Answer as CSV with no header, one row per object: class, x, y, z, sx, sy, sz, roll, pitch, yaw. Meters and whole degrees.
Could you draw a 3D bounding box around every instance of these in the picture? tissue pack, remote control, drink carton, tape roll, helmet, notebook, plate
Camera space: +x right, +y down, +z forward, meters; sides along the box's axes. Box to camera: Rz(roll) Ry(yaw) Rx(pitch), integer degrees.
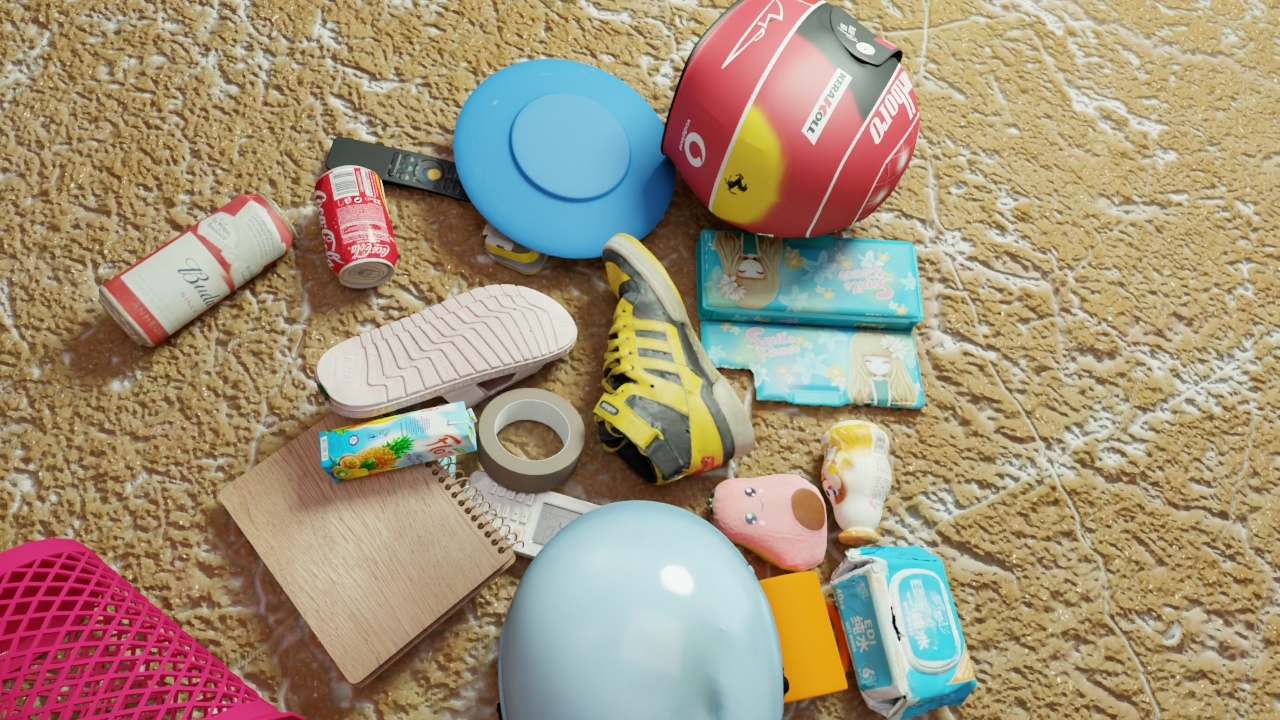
tissue pack,0.224,0.226,0.782,0.092,0.062,0.144,1,65,-29
remote control,-0.238,-0.191,0.926,0.152,0.020,0.041,12,66,-4
drink carton,-0.201,0.068,0.770,0.129,0.044,0.038,-12,62,-4
tape roll,-0.098,0.070,0.816,0.093,0.030,0.093,7,49,-9
helmet,-0.003,0.241,0.676,0.225,0.167,0.265,-9,85,4
notebook,-0.226,0.136,0.771,0.168,0.022,0.210,-38,67,-19
remote control,-0.092,0.143,0.804,0.138,0.025,0.060,17,66,0
helmet,0.158,-0.236,0.898,0.225,0.198,0.270,29,50,8
plate,-0.070,-0.207,0.905,0.224,0.024,0.224,5,70,-14

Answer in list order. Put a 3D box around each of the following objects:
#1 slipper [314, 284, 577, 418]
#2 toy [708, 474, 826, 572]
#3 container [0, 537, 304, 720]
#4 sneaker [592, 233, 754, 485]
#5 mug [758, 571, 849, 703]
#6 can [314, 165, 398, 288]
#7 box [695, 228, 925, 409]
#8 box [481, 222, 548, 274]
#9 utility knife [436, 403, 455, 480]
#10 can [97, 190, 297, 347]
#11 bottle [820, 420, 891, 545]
slipper,-0.173,-0.001,0.830,0.238,0.065,0.094,-20,61,-30
toy,0.113,0.142,0.818,0.110,0.051,0.090,7,66,-4
container,-0.388,0.247,0.650,0.226,0.183,0.182,38,68,16
sneaker,-0.005,0.005,0.838,0.122,0.086,0.238,-26,77,-21
mug,0.136,0.234,0.778,0.112,0.078,0.095,4,64,-37
can,-0.269,-0.126,0.870,0.064,0.064,0.104,-13,70,-13
box,0.170,-0.040,0.914,0.226,0.039,0.181,3,68,-7
box,-0.090,-0.182,0.939,0.066,0.045,0.209,19,66,14
utility knife,-0.174,0.095,0.820,0.022,0.015,0.120,12,63,-38
can,-0.399,-0.085,0.834,0.067,0.067,0.169,44,68,11
bottle,0.197,0.112,0.836,0.063,0.063,0.108,6,67,-5
